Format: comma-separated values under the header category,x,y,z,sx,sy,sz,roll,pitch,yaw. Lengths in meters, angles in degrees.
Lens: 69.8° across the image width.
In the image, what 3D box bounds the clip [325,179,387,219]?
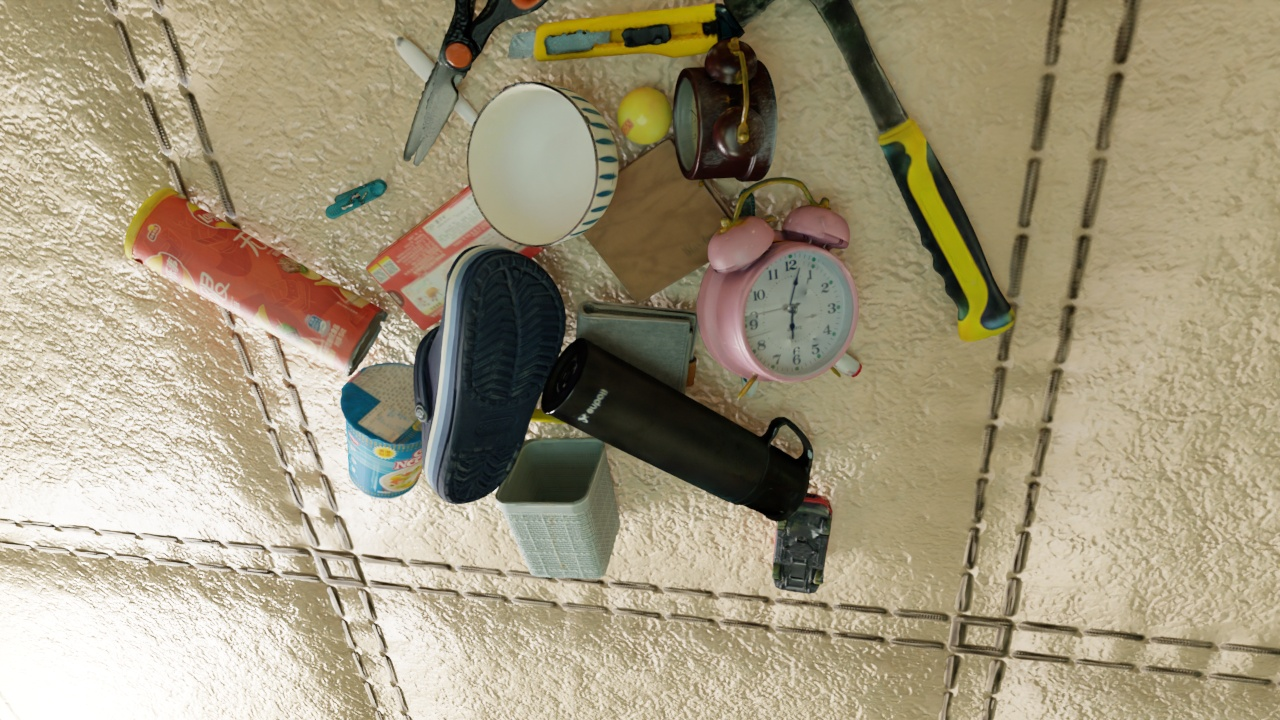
category,x,y,z,sx,sy,sz,roll,pitch,yaw
clip,-0.238,-0.137,0.771,0.055,0.034,0.013,-21,119,15

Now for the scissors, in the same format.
category,x,y,z,sx,sy,sz,roll,pitch,yaw
scissors,-0.138,-0.242,0.660,0.235,0.021,0.139,-34,123,22

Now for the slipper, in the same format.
category,x,y,z,sx,sy,sz,roll,pitch,yaw
slipper,-0.140,0.009,0.789,0.095,0.104,0.253,37,127,33

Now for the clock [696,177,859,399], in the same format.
category,x,y,z,sx,sy,sz,roll,pitch,yaw
clock,0.104,-0.056,0.685,0.117,0.060,0.158,-11,104,-19

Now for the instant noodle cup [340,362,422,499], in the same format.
category,x,y,z,sx,sy,sz,roll,pitch,yaw
instant noodle cup,-0.239,0.073,0.875,0.099,0.099,0.110,22,134,-1

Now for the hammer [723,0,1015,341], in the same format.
category,x,y,z,sx,sy,sz,roll,pitch,yaw
hammer,0.190,-0.148,0.646,0.126,0.031,0.323,-23,115,27

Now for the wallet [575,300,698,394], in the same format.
category,x,y,z,sx,sy,sz,roll,pitch,yaw
wallet,-0.005,0.005,0.794,0.106,0.036,0.130,5,133,-3

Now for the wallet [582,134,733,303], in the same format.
category,x,y,z,sx,sy,sz,roll,pitch,yaw
wallet,0.011,-0.108,0.719,0.116,0.020,0.101,-28,111,34

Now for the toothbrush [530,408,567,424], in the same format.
category,x,y,z,sx,sy,sz,roll,pitch,yaw
toothbrush,-0.073,0.057,0.861,0.190,0.016,0.016,6,124,11

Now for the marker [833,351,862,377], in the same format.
category,x,y,z,sx,sy,sz,roll,pitch,yaw
marker,0.124,-0.029,0.741,0.145,0.017,0.017,34,125,-19

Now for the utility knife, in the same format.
category,x,y,z,sx,sy,sz,roll,pitch,yaw
utility knife,-0.016,-0.221,0.632,0.177,0.015,0.033,1,128,20

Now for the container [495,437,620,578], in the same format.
category,x,y,z,sx,sy,sz,roll,pitch,yaw
container,-0.073,0.145,0.880,0.090,0.090,0.111,-1,126,16

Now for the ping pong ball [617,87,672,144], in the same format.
category,x,y,z,sx,sy,sz,roll,pitch,yaw
ping pong ball,0.003,-0.178,0.668,0.040,0.040,0.040,7,125,10

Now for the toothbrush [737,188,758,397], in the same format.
category,x,y,z,sx,sy,sz,roll,pitch,yaw
toothbrush,0.087,-0.048,0.749,0.016,0.018,0.192,3,123,13

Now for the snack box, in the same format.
category,x,y,z,sx,sy,sz,roll,pitch,yaw
snack box,-0.157,-0.091,0.778,0.153,0.025,0.075,-29,113,29

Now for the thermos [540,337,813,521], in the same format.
category,x,y,z,sx,sy,sz,roll,pitch,yaw
thermos,0.041,0.055,0.777,0.242,0.068,0.090,28,98,-24

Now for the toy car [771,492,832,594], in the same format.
category,x,y,z,sx,sy,sz,roll,pitch,yaw
toy car,0.150,0.168,0.862,0.053,0.045,0.121,6,130,8

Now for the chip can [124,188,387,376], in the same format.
category,x,y,z,sx,sy,sz,roll,pitch,yaw
chip can,-0.337,-0.067,0.813,0.216,0.073,0.073,30,125,-8

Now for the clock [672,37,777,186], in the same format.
category,x,y,z,sx,sy,sz,roll,pitch,yaw
clock,0.058,-0.165,0.619,0.055,0.122,0.082,-5,83,-10

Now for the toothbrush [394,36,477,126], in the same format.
category,x,y,z,sx,sy,sz,roll,pitch,yaw
toothbrush,-0.124,-0.179,0.715,0.016,0.016,0.180,-36,108,25

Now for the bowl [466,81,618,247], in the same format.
category,x,y,z,sx,sy,sz,roll,pitch,yaw
bowl,-0.064,-0.145,0.682,0.117,0.066,0.116,8,106,29
